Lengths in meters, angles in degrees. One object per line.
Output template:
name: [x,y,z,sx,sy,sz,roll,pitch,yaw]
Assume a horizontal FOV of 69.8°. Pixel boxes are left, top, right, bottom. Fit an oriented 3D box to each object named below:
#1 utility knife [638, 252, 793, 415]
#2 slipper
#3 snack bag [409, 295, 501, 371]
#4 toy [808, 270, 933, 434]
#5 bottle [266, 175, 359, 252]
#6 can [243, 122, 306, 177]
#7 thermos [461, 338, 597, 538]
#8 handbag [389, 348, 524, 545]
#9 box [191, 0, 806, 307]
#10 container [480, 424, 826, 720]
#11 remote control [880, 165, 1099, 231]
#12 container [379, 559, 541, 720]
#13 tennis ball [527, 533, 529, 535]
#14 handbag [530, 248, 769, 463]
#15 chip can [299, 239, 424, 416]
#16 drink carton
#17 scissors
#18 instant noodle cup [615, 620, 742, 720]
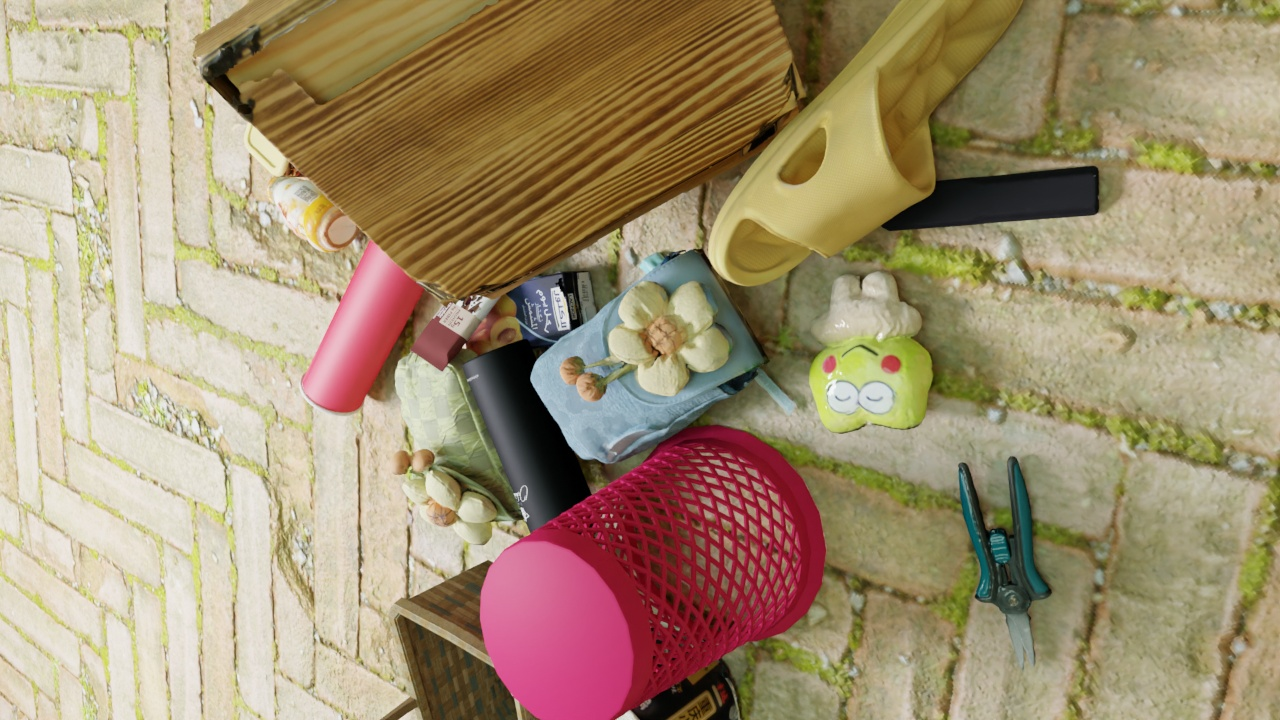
utility knife: [0.060,-0.023,0.733,0.179,0.015,0.022,49,121,20]
slipper: [0.156,-0.138,0.587,0.264,0.099,0.078,-51,58,18]
snack bag: [-0.142,-0.063,0.811,0.057,0.013,0.157,29,79,40]
toy: [0.161,-0.006,0.652,0.092,0.046,0.115,-5,87,37]
bottle: [-0.342,-0.158,0.954,0.108,0.063,0.063,32,114,26]
can: [-0.307,-0.245,0.890,0.075,0.104,0.135,41,118,22]
thermos: [-0.081,0.099,0.784,0.061,0.061,0.231,-22,90,35]
handbag: [-0.175,0.081,0.839,0.113,0.116,0.186,-10,108,37]
box: [-0.065,-0.190,0.567,0.279,0.315,0.282,-28,83,8]
container: [0.006,0.159,0.673,0.183,0.225,0.183,6,101,33]
remote control: [0.227,-0.106,0.607,0.137,0.015,0.032,0,98,34]
container: [-0.143,0.320,0.790,0.158,0.185,0.250,17,127,31]
tennis ball: [-0.083,0.185,0.836,0.065,0.065,0.065,6,101,33]
handbag: [-0.004,0.004,0.709,0.192,0.118,0.121,-33,82,32]
chip can: [-0.270,-0.045,0.921,0.069,0.069,0.221,46,119,19]
drink carton: [-0.101,-0.041,0.825,0.130,0.040,0.064,-7,95,35]
scissors: [0.246,0.136,0.632,0.140,0.019,0.128,38,111,15]
instant noodle cup: [0.002,0.306,0.770,0.137,0.112,0.137,7,103,33]
